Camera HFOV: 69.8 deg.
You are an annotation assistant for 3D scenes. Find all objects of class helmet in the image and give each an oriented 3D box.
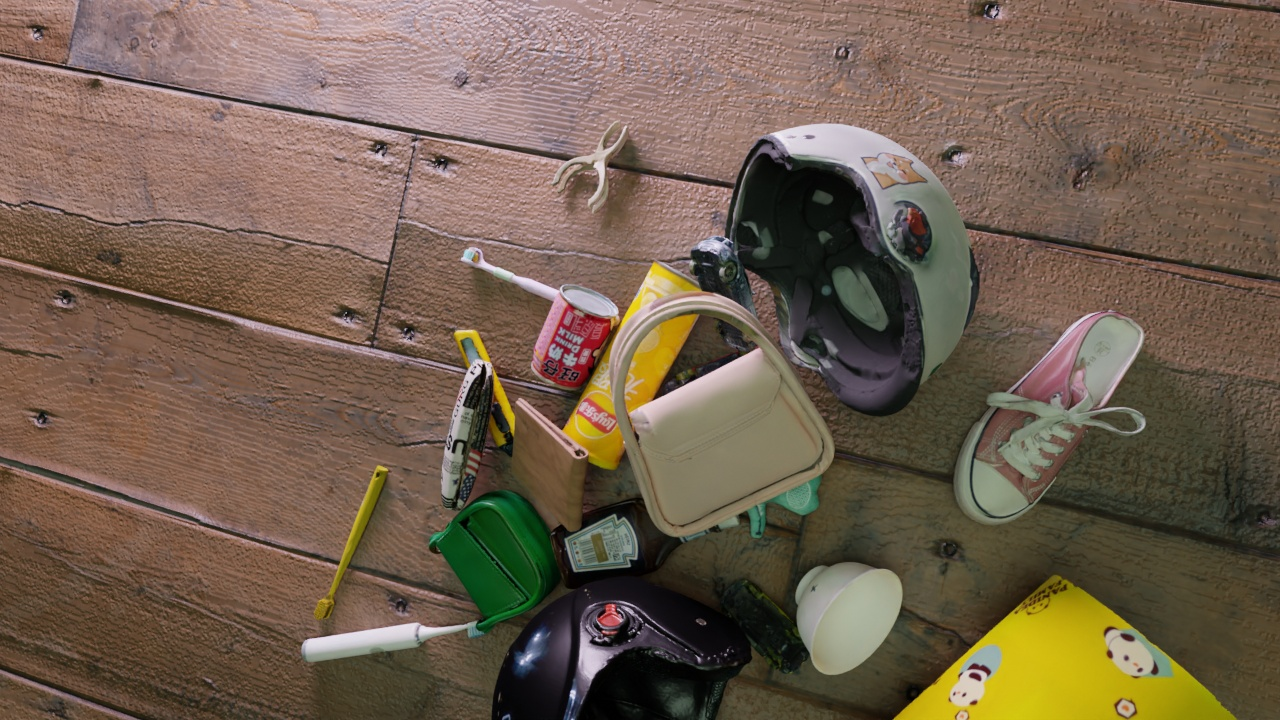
[{"bbox_3d":[-0.027,0.323,0.854,0.230,0.274,0.234,20,107,39],"label":"helmet"},{"bbox_3d":[0.209,-0.100,0.846,0.156,0.231,0.274,-28,72,-21],"label":"helmet"}]

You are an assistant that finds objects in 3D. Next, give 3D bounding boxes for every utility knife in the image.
[{"bbox_3d":[-0.168,0.033,1.010,0.033,0.015,0.156,-26,84,8],"label":"utility knife"}]

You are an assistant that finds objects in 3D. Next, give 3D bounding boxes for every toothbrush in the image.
[{"bbox_3d":[-0.273,0.310,1.024,0.221,0.027,0.026,-11,65,11],"label":"toothbrush"},{"bbox_3d":[-0.329,0.208,1.041,0.016,0.016,0.190,24,94,11],"label":"toothbrush"},{"bbox_3d":[-0.108,-0.079,0.998,0.189,0.029,0.021,24,134,10],"label":"toothbrush"}]

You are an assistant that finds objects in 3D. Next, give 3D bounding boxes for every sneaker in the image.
[{"bbox_3d":[0.384,0.054,0.857,0.118,0.087,0.241,38,96,10],"label":"sneaker"}]

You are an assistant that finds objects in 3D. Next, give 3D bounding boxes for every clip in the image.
[{"bbox_3d":[-0.042,-0.198,0.979,0.102,0.035,0.095,-31,79,2],"label":"clip"}]

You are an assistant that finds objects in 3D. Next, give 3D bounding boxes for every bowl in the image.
[{"bbox_3d":[0.192,0.240,0.900,0.065,0.118,0.118,34,98,50],"label":"bowl"}]

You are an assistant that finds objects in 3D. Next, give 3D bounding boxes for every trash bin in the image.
[{"bbox_3d":[0.350,0.343,0.800,0.229,0.229,0.255,42,92,9],"label":"trash bin"}]

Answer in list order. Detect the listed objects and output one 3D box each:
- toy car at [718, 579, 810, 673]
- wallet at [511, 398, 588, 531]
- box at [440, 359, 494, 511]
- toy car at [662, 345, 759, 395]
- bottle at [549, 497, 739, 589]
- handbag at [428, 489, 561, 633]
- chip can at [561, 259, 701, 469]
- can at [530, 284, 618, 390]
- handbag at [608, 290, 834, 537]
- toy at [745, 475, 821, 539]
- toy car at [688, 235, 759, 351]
[{"bbox_3d":[0.128,0.270,0.938,0.105,0.032,0.048,41,98,21],"label":"toy car"},{"bbox_3d":[-0.096,0.107,0.949,0.115,0.020,0.101,35,132,35],"label":"wallet"},{"bbox_3d":[-0.187,0.078,0.972,0.052,0.069,0.164,11,92,-1],"label":"box"},{"bbox_3d":[0.082,0.024,0.942,0.120,0.045,0.053,-20,85,-2],"label":"toy car"},{"bbox_3d":[0.006,0.181,0.958,0.195,0.044,0.080,-18,86,10],"label":"bottle"},{"bbox_3d":[-0.156,0.212,0.984,0.120,0.068,0.131,-36,84,17],"label":"handbag"},{"bbox_3d":[-0.006,0.006,0.948,0.072,0.072,0.213,30,95,11],"label":"chip can"},{"bbox_3d":[-0.070,-0.023,0.956,0.066,0.066,0.094,30,112,11],"label":"can"},{"bbox_3d":[0.060,0.039,0.858,0.193,0.093,0.234,-28,124,2],"label":"handbag"},{"bbox_3d":[0.138,0.137,0.939,0.092,0.030,0.096,2,97,17],"label":"toy"},{"bbox_3d":[0.087,-0.064,0.898,0.036,0.054,0.121,-36,120,-25],"label":"toy car"}]
